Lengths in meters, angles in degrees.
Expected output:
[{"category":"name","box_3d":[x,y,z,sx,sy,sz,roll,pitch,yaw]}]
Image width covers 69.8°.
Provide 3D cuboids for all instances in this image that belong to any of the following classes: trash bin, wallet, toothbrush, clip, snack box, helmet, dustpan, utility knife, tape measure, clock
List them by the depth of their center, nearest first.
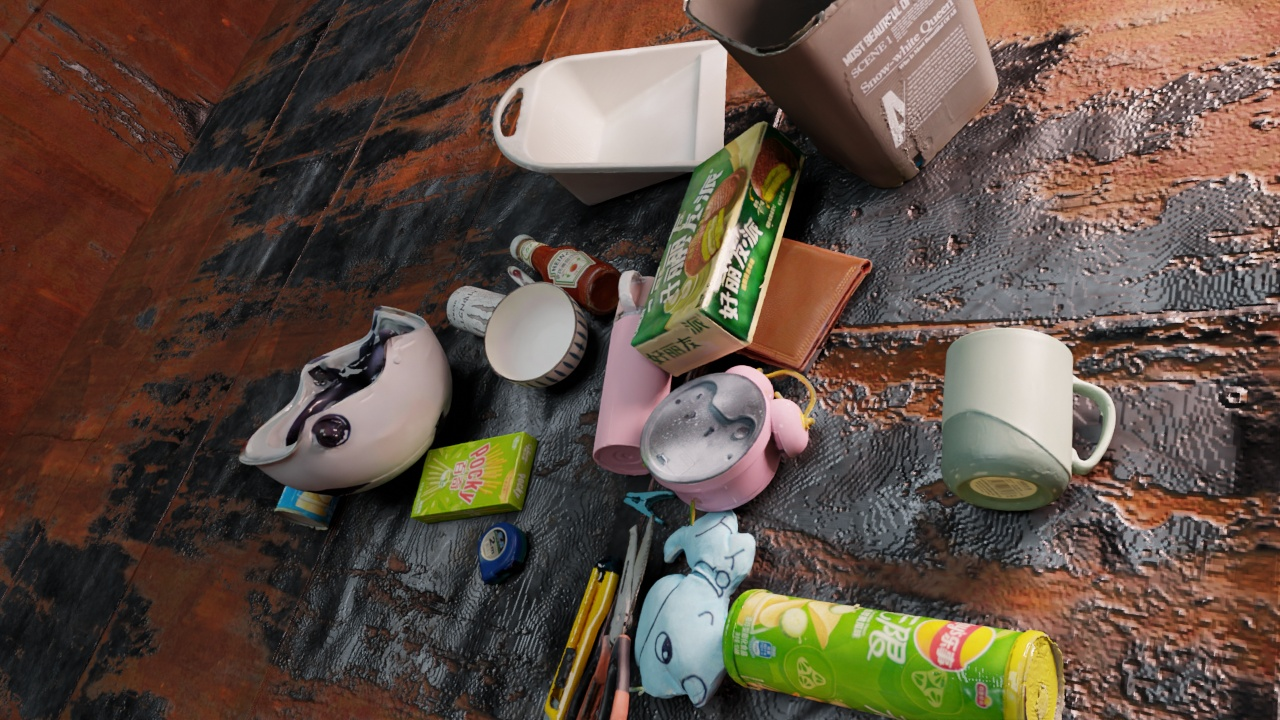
[{"category":"clock","box_3d":[0.079,0.061,0.787,0.158,0.060,0.117,-39,37,-3]},{"category":"utility knife","box_3d":[-0.061,0.274,0.804,0.033,0.015,0.217,-2,61,45]},{"category":"trash bin","box_3d":[0.194,-0.294,0.831,0.199,0.219,0.198,-45,40,7]},{"category":"wallet","box_3d":[0.143,-0.051,0.847,0.101,0.032,0.124,24,80,46]},{"category":"clip","box_3d":[0.006,0.132,0.848,0.055,0.013,0.034,0,61,43]},{"category":"snack box","box_3d":[0.078,-0.109,0.884,0.115,0.063,0.239,-25,39,53]},{"category":"tape measure","box_3d":[-0.139,0.193,0.928,0.055,0.025,0.058,-34,47,16]},{"category":"snack box","box_3d":[-0.185,0.131,1.015,0.157,0.026,0.085,-13,54,36]},{"category":"helmet","box_3d":[-0.326,0.067,1.088,0.258,0.146,0.229,-44,25,-9]},{"category":"dustpan","box_3d":[-0.042,-0.309,1.121,0.258,0.142,0.222,-20,50,33]},{"category":"toothbrush","box_3d":[-0.125,-0.082,1.122,0.016,0.017,0.187,-50,41,0]}]

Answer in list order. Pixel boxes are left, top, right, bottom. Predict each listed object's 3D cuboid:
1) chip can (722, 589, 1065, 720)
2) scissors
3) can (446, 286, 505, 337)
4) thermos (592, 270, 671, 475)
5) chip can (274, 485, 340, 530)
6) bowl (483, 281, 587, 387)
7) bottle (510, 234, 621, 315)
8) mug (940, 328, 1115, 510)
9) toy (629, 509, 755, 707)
[{"category":"chip can","box_3d":[0.157,0.201,0.614,0.222,0.072,0.072,-3,59,42]},{"category":"scissors","box_3d":[-0.025,0.240,0.768,0.214,0.015,0.197,-62,16,15]},{"category":"can","box_3d":[-0.176,-0.053,1.117,0.147,0.058,0.058,17,74,48]},{"category":"thermos","box_3d":[-0.005,0.005,0.897,0.067,0.087,0.198,-7,57,24]},{"category":"chip can","box_3d":[-0.400,0.109,1.193,0.071,0.071,0.209,-6,57,40]},{"category":"bowl","box_3d":[-0.107,-0.022,1.014,0.117,0.066,0.116,-9,68,23]},{"category":"bottle","box_3d":[-0.093,-0.109,1.081,0.059,0.059,0.206,-54,41,-4]},{"category":"mug","box_3d":[0.266,0.045,0.632,0.112,0.082,0.106,8,62,11]},{"category":"toy","box_3d":[0.040,0.200,0.741,0.156,0.050,0.161,-51,28,6]}]
